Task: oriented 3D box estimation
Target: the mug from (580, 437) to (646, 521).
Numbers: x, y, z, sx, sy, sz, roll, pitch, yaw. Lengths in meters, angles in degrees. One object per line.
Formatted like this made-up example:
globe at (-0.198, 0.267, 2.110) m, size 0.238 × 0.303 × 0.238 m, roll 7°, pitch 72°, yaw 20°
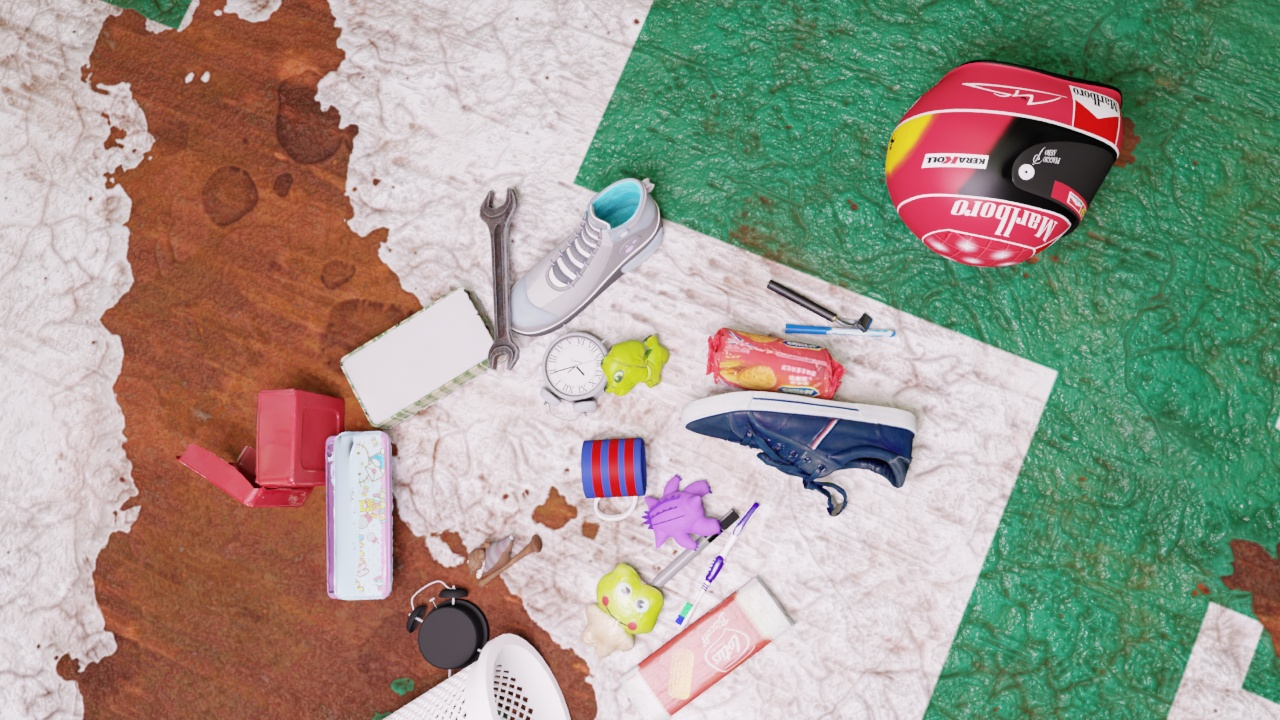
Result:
mug at (-0.032, 0.156, 1.185) m, size 0.076 × 0.074 × 0.112 m, roll -3°, pitch 108°, yaw 6°

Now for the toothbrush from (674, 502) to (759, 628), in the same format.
toothbrush at (0.099, 0.262, 1.180) m, size 0.016 × 0.015 × 0.186 m, roll 31°, pitch 87°, yaw 14°

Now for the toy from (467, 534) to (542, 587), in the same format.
toy at (-0.184, 0.254, 1.199) m, size 0.102 × 0.041 × 0.055 m, roll -37°, pitch 103°, yaw 9°

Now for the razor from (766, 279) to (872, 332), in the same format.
razor at (0.232, -0.070, 1.206) m, size 0.144 × 0.042 × 0.022 m, roll 25°, pitch 121°, yaw 14°

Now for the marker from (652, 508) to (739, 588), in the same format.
marker at (0.071, 0.243, 1.185) m, size 0.140 × 0.016 × 0.016 m, roll -42°, pitch 81°, yaw 0°

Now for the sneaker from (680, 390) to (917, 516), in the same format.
sneaker at (0.193, 0.115, 1.146) m, size 0.294 × 0.121 × 0.127 m, roll 7°, pitch 71°, yaw 4°

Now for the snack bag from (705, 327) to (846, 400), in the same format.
snack bag at (0.171, 0.007, 1.176) m, size 0.176 × 0.082 × 0.082 m, roll 11°, pitch 84°, yaw 7°

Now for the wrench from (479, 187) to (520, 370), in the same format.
wrench at (-0.185, -0.111, 1.217) m, size 0.070 × 0.010 × 0.273 m, roll -21°, pitch 64°, yaw 33°

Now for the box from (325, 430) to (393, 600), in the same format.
box at (-0.354, 0.200, 1.195) m, size 0.093 × 0.089 × 0.214 m, roll -5°, pitch 82°, yaw 12°

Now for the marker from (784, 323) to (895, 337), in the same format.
marker at (0.261, -0.039, 1.203) m, size 0.142 × 0.013 × 0.013 m, roll 3°, pitch 83°, yaw 6°

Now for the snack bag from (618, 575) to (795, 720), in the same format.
snack bag at (0.082, 0.368, 1.157) m, size 0.225 × 0.041 × 0.077 m, roll -37°, pitch 78°, yaw 2°

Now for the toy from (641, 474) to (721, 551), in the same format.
toy at (0.049, 0.195, 1.173) m, size 0.088 × 0.056 × 0.106 m, roll -22°, pitch 59°, yaw 13°

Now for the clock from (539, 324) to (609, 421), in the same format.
clock at (-0.087, 0.020, 1.221) m, size 0.094 × 0.035 × 0.122 m, roll 15°, pitch 83°, yaw 8°

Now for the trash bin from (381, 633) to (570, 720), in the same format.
trash bin at (-0.214, 0.465, 1.113) m, size 0.200 × 0.195 × 0.195 m, roll -28°, pitch 81°, yaw 11°

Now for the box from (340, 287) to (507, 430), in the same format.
box at (-0.292, -0.002, 1.240) m, size 0.205 × 0.050 × 0.117 m, roll -32°, pitch 77°, yaw 0°

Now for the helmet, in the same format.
helmet at (0.436, -0.226, 1.116) m, size 0.271 × 0.198 × 0.224 m, roll 12°, pitch 84°, yaw -1°

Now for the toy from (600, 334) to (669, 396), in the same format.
toy at (-0.007, 0.007, 1.199) m, size 0.093 × 0.036 × 0.094 m, roll 25°, pitch 82°, yaw -28°

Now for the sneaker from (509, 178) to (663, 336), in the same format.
sneaker at (-0.082, -0.134, 1.178) m, size 0.256 × 0.160 × 0.093 m, roll -39°, pitch 80°, yaw -1°

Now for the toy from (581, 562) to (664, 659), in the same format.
toy at (-0.029, 0.325, 1.172) m, size 0.092 × 0.043 × 0.118 m, roll 39°, pitch 90°, yaw 8°

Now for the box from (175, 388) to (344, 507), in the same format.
box at (-0.461, 0.106, 1.191) m, size 0.152 × 0.157 × 0.165 m, roll 36°, pitch 85°, yaw 7°

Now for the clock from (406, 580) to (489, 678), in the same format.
clock at (-0.252, 0.347, 1.193) m, size 0.091 × 0.042 × 0.120 m, roll -32°, pitch 81°, yaw 1°
